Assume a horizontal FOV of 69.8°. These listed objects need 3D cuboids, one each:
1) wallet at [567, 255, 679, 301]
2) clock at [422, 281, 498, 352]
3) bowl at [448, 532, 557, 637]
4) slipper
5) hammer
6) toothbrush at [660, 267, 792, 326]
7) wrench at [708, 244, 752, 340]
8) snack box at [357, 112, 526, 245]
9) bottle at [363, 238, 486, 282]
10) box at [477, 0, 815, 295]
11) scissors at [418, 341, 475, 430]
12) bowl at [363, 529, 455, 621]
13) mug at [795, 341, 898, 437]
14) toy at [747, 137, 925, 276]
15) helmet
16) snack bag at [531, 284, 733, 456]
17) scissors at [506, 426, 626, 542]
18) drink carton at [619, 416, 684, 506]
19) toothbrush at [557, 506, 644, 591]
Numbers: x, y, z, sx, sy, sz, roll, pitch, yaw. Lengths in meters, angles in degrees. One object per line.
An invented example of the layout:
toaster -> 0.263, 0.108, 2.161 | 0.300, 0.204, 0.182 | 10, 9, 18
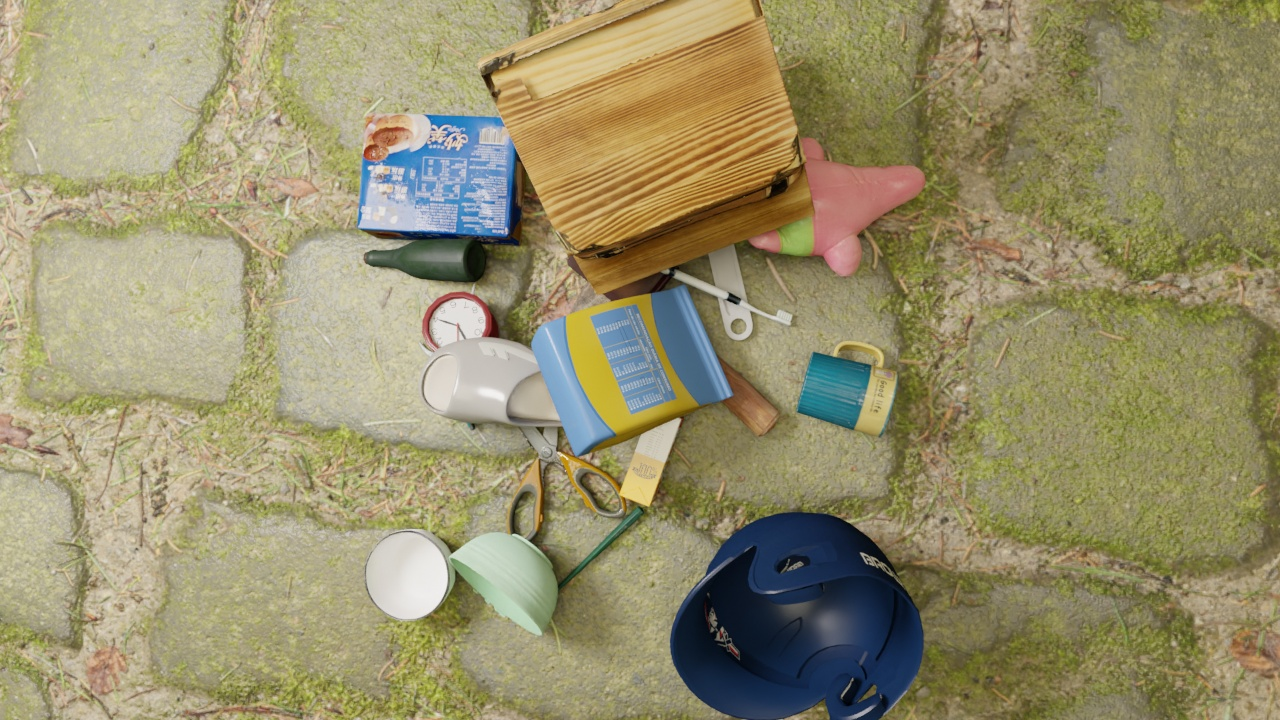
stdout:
wallet -> -0.024, -0.118, 1.154 | 0.115, 0.018, 0.091 | 40, 94, 5
clock -> -0.230, -0.029, 1.189 | 0.096, 0.048, 0.137 | -14, 74, -1
bowl -> -0.159, 0.268, 1.148 | 0.151, 0.151, 0.076 | 38, 66, 7
slipper -> -0.140, 0.038, 1.136 | 0.265, 0.080, 0.113 | 8, 100, -12
hammer -> 0.050, -0.008, 1.168 | 0.301, 0.037, 0.158 | 40, 94, 7
toothbrush -> 0.107, -0.084, 1.149 | 0.186, 0.012, 0.017 | 22, 76, -10
wrench -> 0.110, -0.162, 1.174 | 0.087, 0.018, 0.273 | -14, 88, 6
snack box -> -0.256, -0.236, 1.200 | 0.203, 0.069, 0.155 | 4, 89, 7
bottle -> -0.290, -0.133, 1.205 | 0.174, 0.055, 0.055 | 4, 89, 23
box -> 0.013, -0.260, 0.983 | 0.279, 0.324, 0.283 | -19, 58, 6
scissors -> -0.233, 0.025, 1.216 | 0.154, 0.019, 0.124 | 15, 89, 10
bowl -> -0.293, 0.274, 1.194 | 0.116, 0.065, 0.116 | 0, 89, 8
mug -> 0.255, 0.027, 1.125 | 0.107, 0.083, 0.113 | 15, 62, 11
toy -> 0.232, -0.196, 1.123 | 0.236, 0.097, 0.192 | -12, 73, -3
helmet -> 0.163, 0.292, 1.052 | 0.272, 0.223, 0.232 | -30, 109, -3
snack bag -> -0.007, 0.006, 1.097 | 0.205, 0.102, 0.159 | -20, 80, -19
scissors -> -0.124, 0.145, 1.198 | 0.216, 0.016, 0.225 | -45, 79, 5
drink carton -> 0.017, 0.117, 1.158 | 0.040, 0.058, 0.122 | 20, 91, 8
toothbrush -> -0.064, 0.260, 1.188 | 0.190, 0.016, 0.017 | -45, 81, 5
